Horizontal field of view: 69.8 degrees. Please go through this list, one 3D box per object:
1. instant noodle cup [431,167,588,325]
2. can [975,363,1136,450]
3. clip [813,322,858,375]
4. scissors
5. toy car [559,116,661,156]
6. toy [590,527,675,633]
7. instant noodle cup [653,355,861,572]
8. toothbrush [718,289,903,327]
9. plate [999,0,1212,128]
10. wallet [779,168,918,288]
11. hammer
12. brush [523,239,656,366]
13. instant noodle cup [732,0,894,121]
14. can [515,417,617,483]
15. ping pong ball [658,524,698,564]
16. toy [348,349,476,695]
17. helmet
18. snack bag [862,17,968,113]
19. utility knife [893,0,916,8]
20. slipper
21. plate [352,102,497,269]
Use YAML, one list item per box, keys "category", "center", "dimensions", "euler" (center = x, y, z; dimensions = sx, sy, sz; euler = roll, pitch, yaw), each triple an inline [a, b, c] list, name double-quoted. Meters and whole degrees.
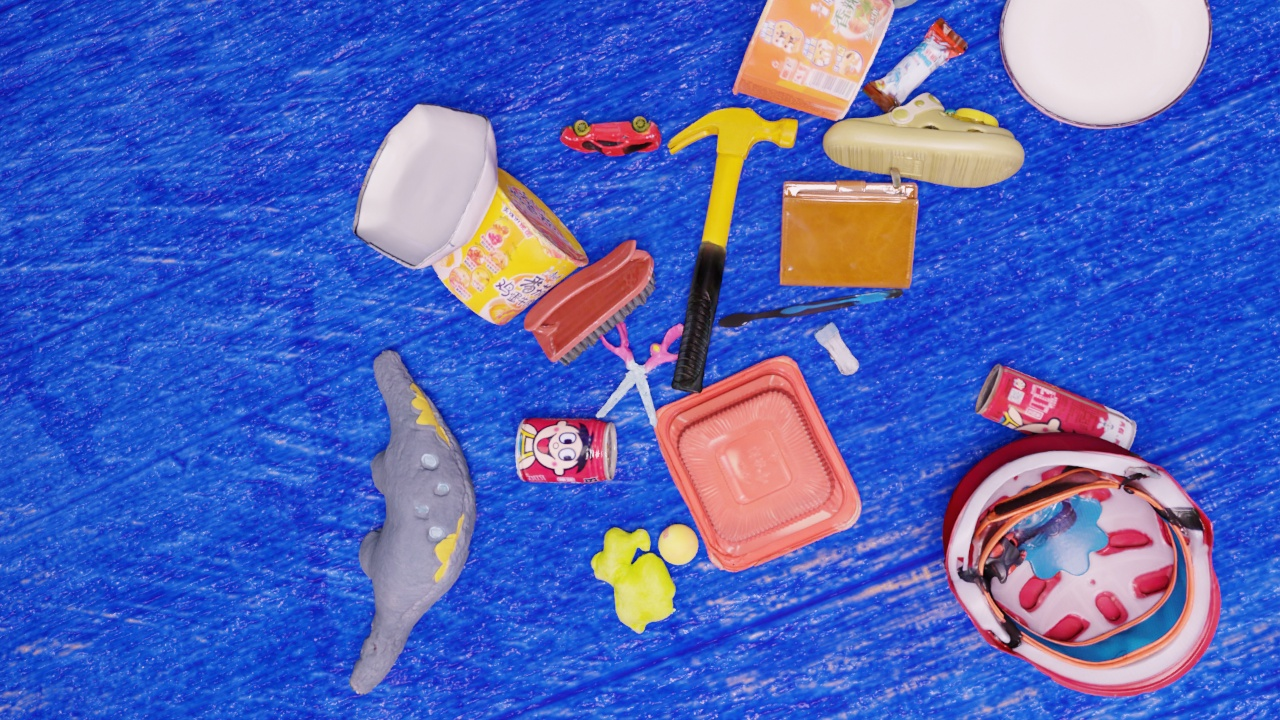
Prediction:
- category: "instant noodle cup"
  center: [-0.140, -0.111, 0.932]
  dimensions: [0.110, 0.138, 0.138]
  euler: [-43, 81, 11]
- category: "can"
  center: [0.395, 0.053, 0.876]
  dimensions: [0.133, 0.053, 0.053]
  euler: [23, 90, 9]
- category: "clip"
  center: [0.199, -0.010, 0.927]
  dimensions: [0.027, 0.043, 0.058]
  euler: [-32, 90, 2]
- category: "scissors"
  center: [-0.007, 0.005, 0.946]
  dimensions: [0.130, 0.017, 0.133]
  euler: [38, 76, 15]
- category: "toy car"
  center: [-0.032, -0.232, 0.962]
  dimensions: [0.106, 0.049, 0.031]
  euler: [1, 84, 7]
- category: "toy"
  center: [-0.005, 0.222, 0.936]
  dimensions: [0.100, 0.031, 0.097]
  euler: [30, 100, 15]
- category: "instant noodle cup"
  center: [0.113, 0.105, 0.903]
  dimensions: [0.164, 0.079, 0.188]
  euler: [-26, 84, 6]
- category: "toothbrush"
  center: [0.173, -0.053, 0.939]
  dimensions: [0.189, 0.016, 0.014]
  euler: [-10, 76, 5]
- category: "plate"
  center: [0.449, -0.316, 0.900]
  dimensions: [0.192, 0.039, 0.192]
  euler: [-1, 86, 8]
- category: "wallet"
  center: [0.206, -0.130, 0.911]
  dimensions: [0.131, 0.035, 0.119]
  euler: [3, 108, 9]
- category: "hammer"
  center: [0.073, -0.115, 0.937]
  dimensions: [0.129, 0.033, 0.300]
  euler: [9, 83, 11]
- category: "brush"
  center: [-0.048, -0.064, 0.936]
  dimensions: [0.146, 0.069, 0.063]
  euler: [-38, 51, 4]
- category: "instant noodle cup"
  center: [0.169, -0.310, 0.894]
  dimensions: [0.111, 0.151, 0.151]
  euler: [23, 90, 1]
- category: "can"
  center: [-0.074, 0.092, 0.937]
  dimensions: [0.094, 0.066, 0.066]
  euler: [0, 86, 8]
- category: "ping pong ball"
  center: [0.038, 0.186, 0.927]
  dimensions: [0.040, 0.040, 0.040]
  euler: [-1, 86, 8]
- category: "toy"
  center: [-0.236, 0.168, 0.947]
  dimensions: [0.138, 0.091, 0.356]
  euler: [3, 84, 21]
- category: "helmet"
  center: [0.385, 0.168, 0.828]
  dimensions: [0.207, 0.143, 0.240]
  euler: [-37, 99, 14]
- category: "snack bag"
  center: [0.278, -0.297, 0.931]
  dimensions: [0.104, 0.026, 0.048]
  euler: [-39, 70, 4]
- category: "utility knife"
  center: [0.288, -0.455, 0.949]
  dimensions: [0.031, 0.020, 0.190]
  euler: [9, 83, 3]
- category: "slipper"
  center: [0.277, -0.223, 0.896]
  dimensions: [0.191, 0.091, 0.081]
  euler: [9, 84, 12]
- category: "plate"
  center: [-0.214, -0.175, 0.925]
  dimensions: [0.266, 0.034, 0.162]
  euler: [27, 91, 51]
